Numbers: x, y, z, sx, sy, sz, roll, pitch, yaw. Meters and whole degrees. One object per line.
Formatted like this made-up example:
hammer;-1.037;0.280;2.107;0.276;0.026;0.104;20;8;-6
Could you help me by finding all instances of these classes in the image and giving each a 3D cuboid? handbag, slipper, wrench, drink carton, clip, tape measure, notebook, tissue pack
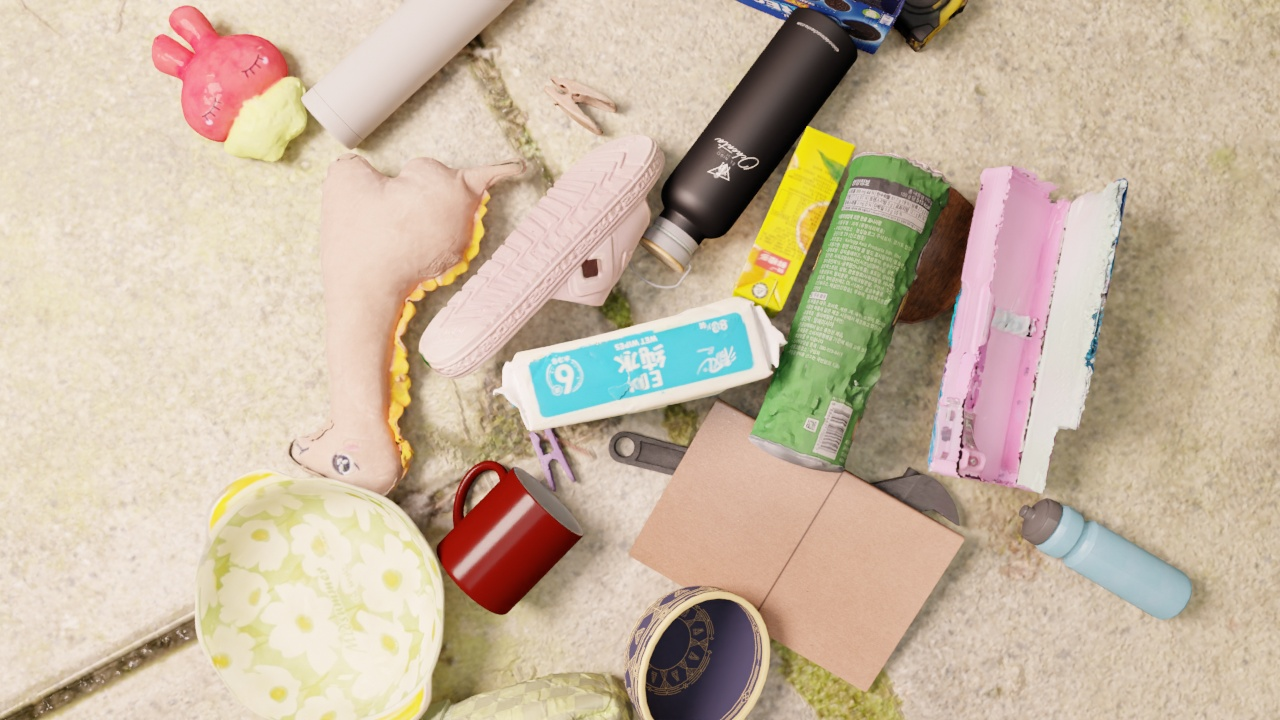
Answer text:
handbag;-0.088;0.298;0.661;0.186;0.113;0.117;-18;95;0
slipper;-0.058;-0.069;0.677;0.239;0.094;0.064;-48;124;-12
wrench;0.109;0.096;0.707;0.273;0.018;0.073;14;89;4
drink carton;0.112;-0.102;0.692;0.043;0.058;0.134;24;89;4
clip;-0.067;0.074;0.715;0.036;0.013;0.053;-38;85;-1
tape measure;0.216;-0.285;0.706;0.063;0.038;0.067;-43;84;8
notebook;0.115;0.140;0.696;0.209;0.008;0.141;29;99;3
tissue pack;-0.004;0.004;0.663;0.209;0.117;0.066;-12;90;2
clip;-0.043;-0.208;0.718;0.061;0.025;0.043;42;90;6

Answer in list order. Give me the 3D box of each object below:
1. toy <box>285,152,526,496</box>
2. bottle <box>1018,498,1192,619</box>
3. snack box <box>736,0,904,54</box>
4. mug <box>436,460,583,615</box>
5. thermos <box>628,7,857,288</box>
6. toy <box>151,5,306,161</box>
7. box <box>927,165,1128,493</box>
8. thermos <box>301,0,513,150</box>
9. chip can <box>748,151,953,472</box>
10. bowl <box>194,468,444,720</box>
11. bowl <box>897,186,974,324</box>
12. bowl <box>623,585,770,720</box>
toy;-0.178;-0.027;0.698;0.196;0.065;0.264;-3;91;2
bottle;0.342;0.145;0.685;0.130;0.040;0.040;30;89;3
snack box;0.118;-0.279;0.686;0.150;0.082;0.027;23;90;3
mug;-0.107;0.124;0.692;0.082;0.073;0.105;-46;59;0
thermos;0.071;-0.154;0.693;0.061;0.061;0.231;37;90;3
toy;-0.320;-0.216;0.716;0.091;0.045;0.135;-44;93;-2
box;0.285;-0.021;0.655;0.085;0.097;0.230;12;88;-33
thermos;-0.161;-0.257;0.708;0.224;0.052;0.052;-43;87;0
chip can;0.147;-0.031;0.651;0.075;0.075;0.223;21;87;2
bowl;-0.230;0.176;0.688;0.188;0.060;0.219;-35;90;6
bowl;0.204;-0.083;0.704;0.102;0.026;0.114;37;88;3
bowl;0.032;0.217;0.677;0.112;0.061;0.112;-4;98;-30
